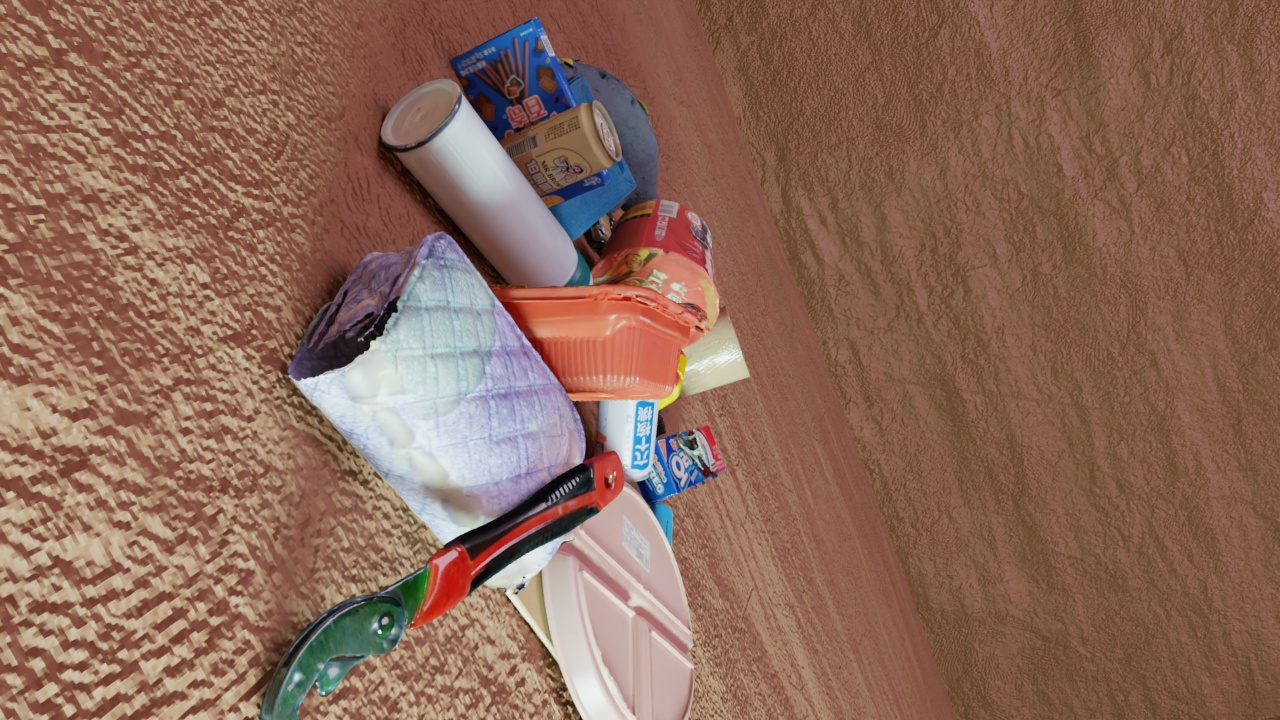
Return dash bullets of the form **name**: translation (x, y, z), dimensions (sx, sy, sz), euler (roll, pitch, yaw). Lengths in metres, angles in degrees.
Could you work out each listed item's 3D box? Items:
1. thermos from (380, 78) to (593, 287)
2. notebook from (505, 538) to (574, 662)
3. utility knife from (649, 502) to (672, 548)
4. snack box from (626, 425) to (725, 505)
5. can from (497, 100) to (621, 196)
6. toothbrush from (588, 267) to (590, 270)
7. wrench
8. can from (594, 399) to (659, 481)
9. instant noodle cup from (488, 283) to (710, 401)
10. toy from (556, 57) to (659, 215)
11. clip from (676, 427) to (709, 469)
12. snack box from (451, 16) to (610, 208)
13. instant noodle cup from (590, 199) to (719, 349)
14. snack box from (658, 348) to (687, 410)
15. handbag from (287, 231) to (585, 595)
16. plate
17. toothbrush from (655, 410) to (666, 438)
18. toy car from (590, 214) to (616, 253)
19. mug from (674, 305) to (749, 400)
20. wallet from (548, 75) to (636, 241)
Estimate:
- **thermos**: translation (-0.109, -0.116, 0.726), dimensions (0.224, 0.073, 0.073), euler (52, 25, -48)
- **notebook**: translation (-0.044, 0.182, 0.707), dimensions (0.147, 0.008, 0.208), euler (-81, 147, -57)
- **utility knife**: translation (0.018, 0.212, 0.851), dimensions (0.198, 0.018, 0.034), euler (-87, 153, -48)
- **snack box**: translation (0.032, 0.108, 0.940), dimensions (0.058, 0.057, 0.207), euler (70, 17, 6)
- **can**: translation (-0.079, -0.177, 0.794), dimensions (0.058, 0.116, 0.058), euler (-19, 90, -73)
- **toothbrush**: translation (-0.054, -0.093, 0.958), dimensions (0.189, 0.017, 0.014), euler (37, 38, -59)
- **wrench**: translation (-0.085, 0.110, 0.488), dimensions (0.272, 0.016, 0.056), euler (-32, 113, -52)
- **can**: translation (-0.010, 0.036, 0.806), dimensions (0.053, 0.053, 0.135), euler (-35, 132, -72)
- **instant noodle cup**: translation (-0.045, -0.012, 0.677), dimensions (0.188, 0.165, 0.079), euler (18, 72, -68)
- **toy**: translation (-0.043, -0.246, 1.025), dimensions (0.356, 0.092, 0.137), euler (42, 51, -49)
- **clip**: translation (0.055, 0.085, 0.908), dimensions (0.057, 0.031, 0.025), euler (53, 22, -49)
- **snack box**: translation (-0.098, -0.218, 0.836), dimensions (0.026, 0.085, 0.157), euler (-72, 139, -63)
- **instant noodle cup**: translation (0.019, -0.093, 0.953), dimensions (0.138, 0.138, 0.108), euler (58, 29, -36)
- **snack box**: translation (-0.005, 0.005, 0.908), dimensions (0.080, 0.082, 0.091), euler (51, 22, -16)
- **handbag**: translation (-0.111, 0.031, 0.551), dimensions (0.194, 0.076, 0.133), euler (58, 27, -33)
- **plate**: translation (-0.008, 0.196, 0.729), dimensions (0.229, 0.028, 0.229), euler (53, 26, -40)
- **toothbrush**: translation (0.001, -0.001, 1.029), dimensions (0.014, 0.018, 0.189), euler (57, 19, -65)
- **toy car**: translation (-0.032, -0.138, 1.043), dimensions (0.090, 0.035, 0.042), euler (39, 35, -56)
- **mug**: translation (0.061, -0.009, 1.045), dimensions (0.124, 0.103, 0.084), euler (-78, 148, -78)
- **wallet**: translation (-0.067, -0.200, 0.915), dimensions (0.106, 0.040, 0.133), euler (-44, 125, -25)
